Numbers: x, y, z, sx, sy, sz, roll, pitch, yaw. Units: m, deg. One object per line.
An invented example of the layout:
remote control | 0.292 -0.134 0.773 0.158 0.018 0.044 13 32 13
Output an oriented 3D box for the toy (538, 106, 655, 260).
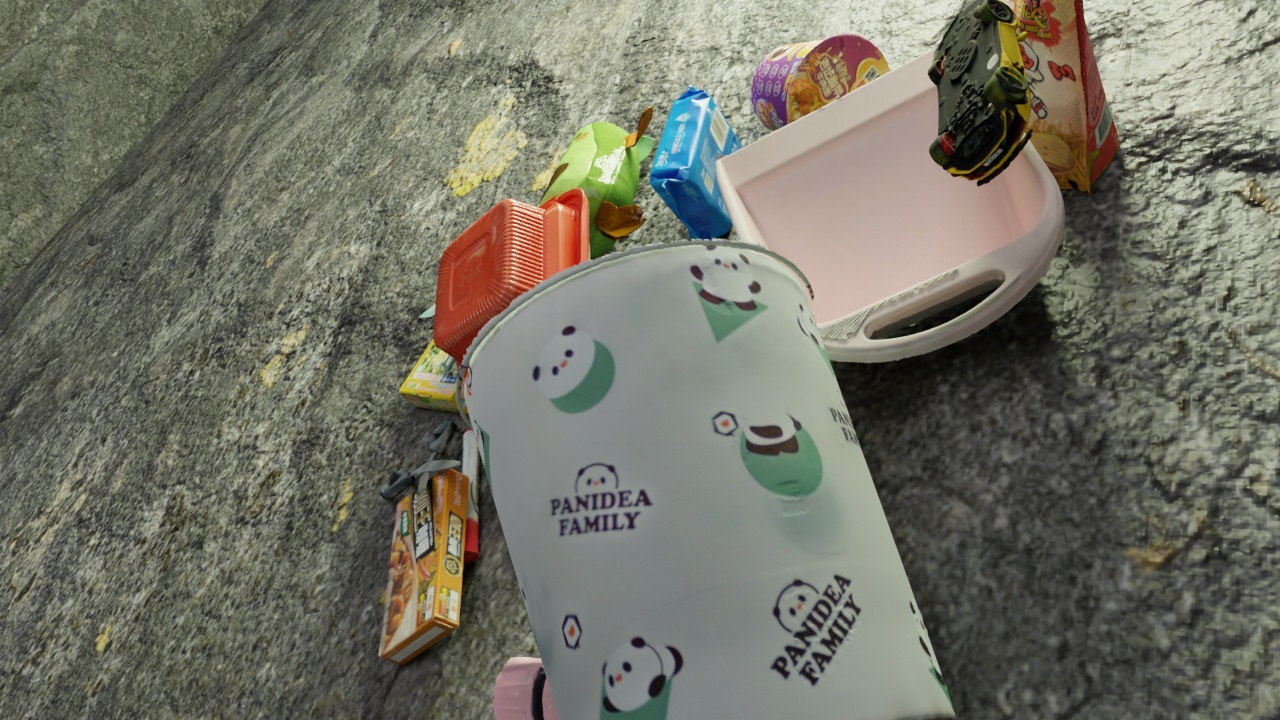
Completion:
toy | -0.052 -0.170 0.949 0.228 0.090 0.246 -42 26 31

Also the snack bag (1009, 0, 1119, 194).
snack bag | 0.295 -0.225 0.652 0.073 0.208 0.128 -16 45 18

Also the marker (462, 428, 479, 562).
marker | -0.152 0.116 0.817 0.017 0.017 0.145 -26 40 14

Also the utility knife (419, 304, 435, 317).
utility knife | -0.161 -0.105 1.010 0.204 0.013 0.029 -40 40 -26

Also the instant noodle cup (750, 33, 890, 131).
instant noodle cup | 0.162 -0.253 0.867 0.111 0.111 0.099 -41 32 -4

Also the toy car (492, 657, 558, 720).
toy car | -0.054 0.224 0.607 0.123 0.037 0.056 -14 64 35

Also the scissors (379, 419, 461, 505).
scissors | -0.193 0.097 0.827 0.175 0.014 0.159 -33 20 33

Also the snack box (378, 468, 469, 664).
snack box | -0.179 0.168 0.766 0.075 0.026 0.153 -38 36 26

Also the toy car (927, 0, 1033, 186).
toy car | 0.232 -0.189 0.624 0.071 0.041 0.155 127 158 -50

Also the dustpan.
dustpan | 0.174 -0.119 0.657 0.223 0.138 0.273 -27 68 16

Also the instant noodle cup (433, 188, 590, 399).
instant noodle cup | -0.128 -0.067 0.847 0.189 0.079 0.164 -32 49 37

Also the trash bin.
trash bin | 0.031 0.102 0.505 0.230 0.229 0.251 -27 57 14

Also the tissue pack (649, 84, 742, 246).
tissue pack | 0.055 -0.185 0.889 0.052 0.095 0.156 -10 49 32

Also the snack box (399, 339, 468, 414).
snack box | -0.181 -0.011 0.952 0.087 0.034 0.140 3 53 40
